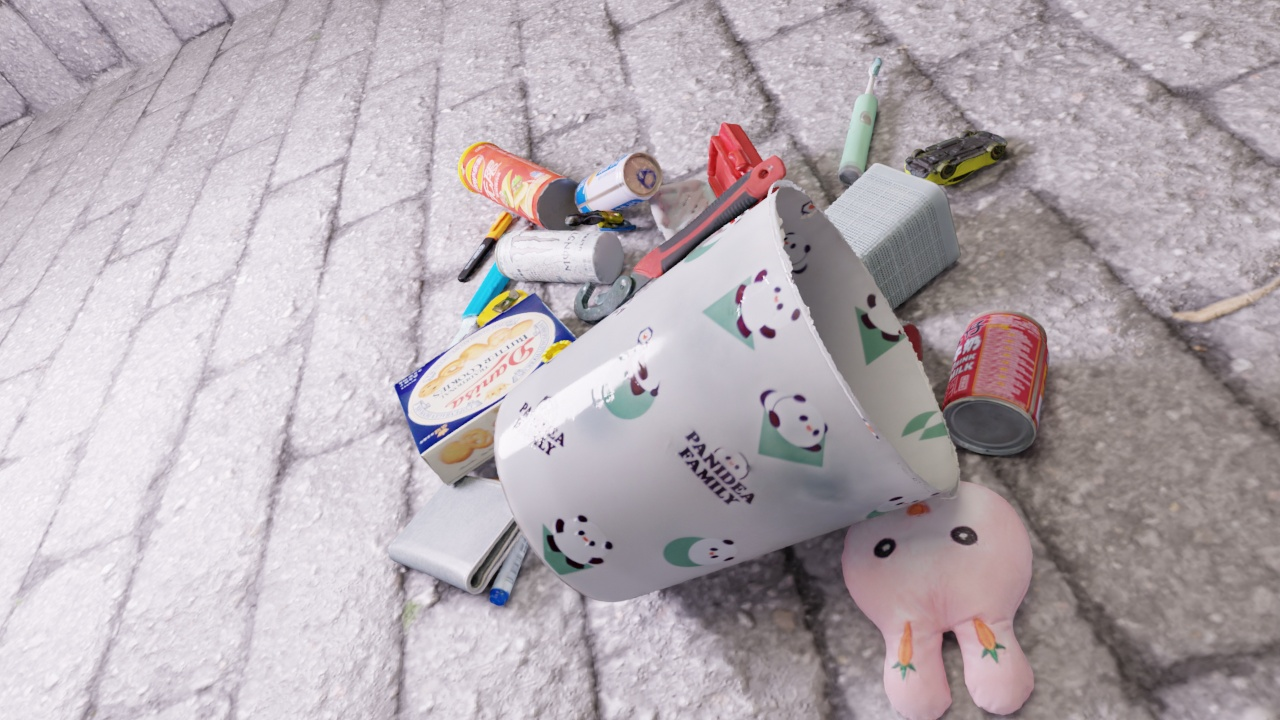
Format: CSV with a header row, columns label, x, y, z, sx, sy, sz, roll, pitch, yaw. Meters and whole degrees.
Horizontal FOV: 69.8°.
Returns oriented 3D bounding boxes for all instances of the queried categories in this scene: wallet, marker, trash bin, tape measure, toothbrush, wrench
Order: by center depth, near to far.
label,x,y,z,sx,sy,sz,roll,pitch,yaw
trash bin,0.050,0.038,0.641,0.252,0.229,0.229,-30,36,25
marker,-0.099,0.145,0.794,0.017,0.017,0.145,-4,45,26
wallet,-0.150,0.147,0.803,0.130,0.037,0.106,3,46,47
wrench,0.034,-0.114,0.921,0.274,0.016,0.056,-34,53,27
tape measure,-0.148,-0.056,1.026,0.060,0.029,0.057,10,52,36
toothbrush,0.250,-0.272,1.028,0.026,0.027,0.223,23,51,-3
marker,-0.197,-0.144,1.159,0.018,0.015,0.123,2,50,37

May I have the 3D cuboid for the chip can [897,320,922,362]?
label,x,y,z,sx,sy,sz,roll,pitch,yaw
chip can,0.120,-0.019,0.798,0.236,0.072,0.072,15,56,40

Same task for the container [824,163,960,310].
label,x,y,z,sx,sy,sz,roll,pitch,yaw
container,0.210,-0.101,0.824,0.111,0.090,0.090,-41,41,-10

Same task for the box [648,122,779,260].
label,x,y,z,sx,sy,sz,roll,pitch,yaw
box,0.075,-0.163,0.960,0.100,0.110,0.201,-2,39,-13

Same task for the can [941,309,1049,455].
label,x,y,z,sx,sy,sz,roll,pitch,yaw
can,0.265,0.015,0.683,0.067,0.066,0.093,2,49,31

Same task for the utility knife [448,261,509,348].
label,x,y,z,sx,sy,sz,roll,pitch,yaw
utility knife,-0.186,-0.065,1.064,0.034,0.018,0.233,2,47,29

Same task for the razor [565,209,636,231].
label,x,y,z,sx,sy,sz,roll,pitch,yaw
razor,-0.049,-0.155,1.011,0.043,0.022,0.142,-2,5,21

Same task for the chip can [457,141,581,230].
label,x,y,z,sx,sy,sz,roll,pitch,yaw
chip can,-0.155,-0.225,1.177,0.073,0.073,0.217,-42,42,-16

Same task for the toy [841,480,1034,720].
label,x,y,z,sx,sy,sz,roll,pitch,yaw
toy,0.196,0.150,0.596,0.121,0.054,0.159,-15,49,16

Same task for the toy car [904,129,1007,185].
label,x,y,z,sx,sy,sz,roll,pitch,yaw
toy car,0.314,-0.198,0.911,0.105,0.032,0.048,-24,38,-12

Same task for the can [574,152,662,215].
label,x,y,z,sx,sy,sz,roll,pitch,yaw
can,-0.027,-0.198,1.047,0.053,0.053,0.135,-46,17,-20

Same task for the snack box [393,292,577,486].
label,x,y,z,sx,sy,sz,roll,pitch,yaw
snack box,-0.145,0.021,0.909,0.178,0.046,0.182,-34,29,-8

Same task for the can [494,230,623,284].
label,x,y,z,sx,sy,sz,roll,pitch,yaw
can,-0.093,-0.117,1.036,0.147,0.058,0.058,6,50,34
